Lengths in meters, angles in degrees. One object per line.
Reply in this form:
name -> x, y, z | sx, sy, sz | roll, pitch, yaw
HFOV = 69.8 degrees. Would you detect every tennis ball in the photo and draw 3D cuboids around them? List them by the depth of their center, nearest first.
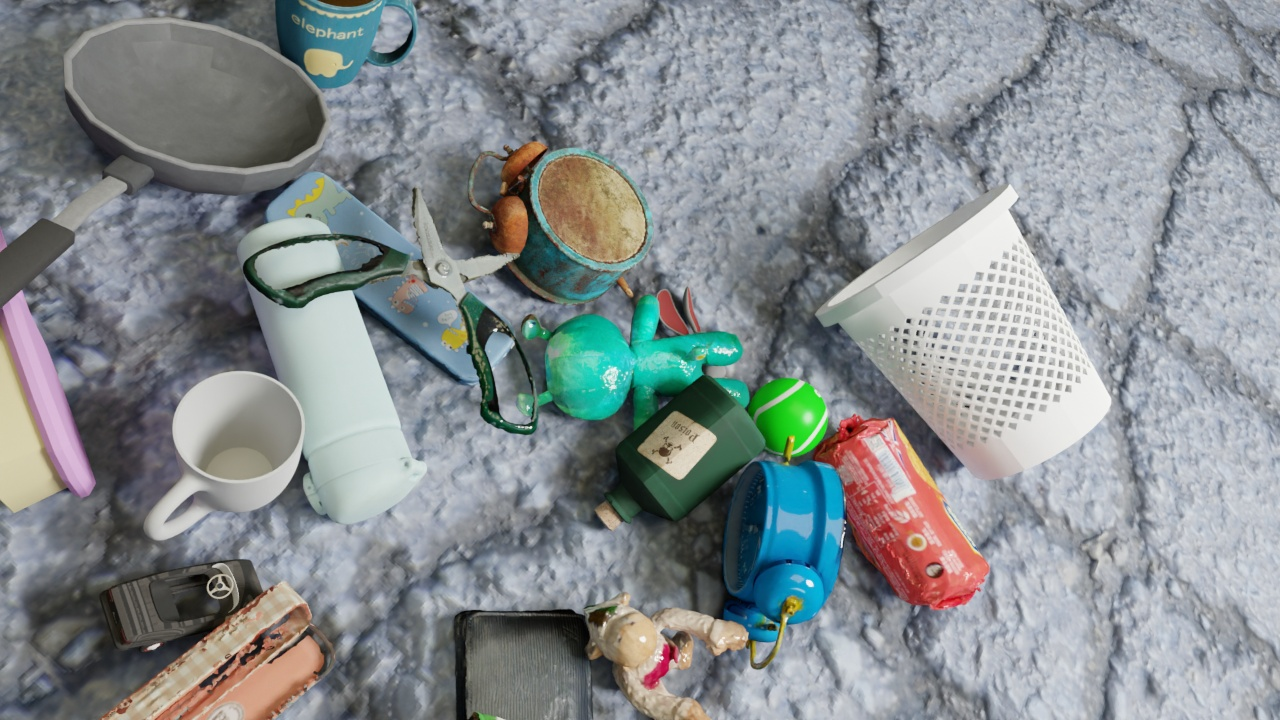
tennis ball -> 0.121, 0.047, 0.757 | 0.065, 0.066, 0.065 | 11, 59, -19

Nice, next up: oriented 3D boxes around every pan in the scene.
pan -> -0.341, -0.127, 0.616 | 0.178, 0.041, 0.356 | 25, 41, -10

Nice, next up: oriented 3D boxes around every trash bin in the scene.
trash bin -> 0.293, -0.015, 0.807 | 0.195, 0.196, 0.199 | -36, 91, -34

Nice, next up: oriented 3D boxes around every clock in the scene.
clock -> 0.101, 0.143, 0.665 | 0.060, 0.117, 0.161 | 14, 55, -8
clock -> -0.072, -0.115, 0.755 | 0.157, 0.074, 0.121 | 24, 56, -24

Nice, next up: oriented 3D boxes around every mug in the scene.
mug -> -0.258, 0.070, 0.561 | 0.071, 0.090, 0.107 | 37, 55, -1
mug -> -0.241, -0.277, 0.751 | 0.112, 0.104, 0.084 | 5, 62, -24

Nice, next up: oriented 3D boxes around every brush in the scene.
brush -> -0.390, -0.018, 0.552 | 0.043, 0.089, 0.228 | -21, 73, -27

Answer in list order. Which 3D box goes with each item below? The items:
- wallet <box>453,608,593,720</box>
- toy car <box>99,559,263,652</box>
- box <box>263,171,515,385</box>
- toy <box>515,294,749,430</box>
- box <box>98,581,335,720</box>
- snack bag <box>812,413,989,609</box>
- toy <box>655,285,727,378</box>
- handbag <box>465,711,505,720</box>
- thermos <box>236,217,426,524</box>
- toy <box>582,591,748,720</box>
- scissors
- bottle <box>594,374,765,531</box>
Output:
wallet -> -0.074, 0.218, 0.601 | 0.089, 0.026, 0.114 | 6, 61, -23
toy car -> -0.263, 0.140, 0.537 | 0.092, 0.037, 0.040 | 4, 54, -60
box -> -0.189, -0.064, 0.699 | 0.209, 0.037, 0.065 | 38, 58, 0
toy -> -0.004, 0.004, 0.716 | 0.193, 0.073, 0.130 | 1, 72, -18
box -> -0.260, 0.208, 0.513 | 0.048, 0.085, 0.186 | 26, 50, 32
snack bag -> 0.208, 0.124, 0.750 | 0.082, 0.083, 0.176 | -21, 73, -32
toy -> 0.050, -0.011, 0.779 | 0.049, 0.030, 0.111 | -12, 68, -44
handbag -> -0.030, 0.298, 0.534 | 0.194, 0.073, 0.138 | 23, 61, -20
thermos -> -0.213, 0.007, 0.624 | 0.078, 0.065, 0.206 | -23, 77, -1
toy -> 0.009, 0.191, 0.620 | 0.106, 0.074, 0.085 | 37, 63, -8
scissors -> -0.157, -0.032, 0.629 | 0.201, 0.015, 0.201 | -11, 72, -37
bottle -> 0.022, 0.077, 0.684 | 0.131, 0.061, 0.061 | -40, 126, -4
